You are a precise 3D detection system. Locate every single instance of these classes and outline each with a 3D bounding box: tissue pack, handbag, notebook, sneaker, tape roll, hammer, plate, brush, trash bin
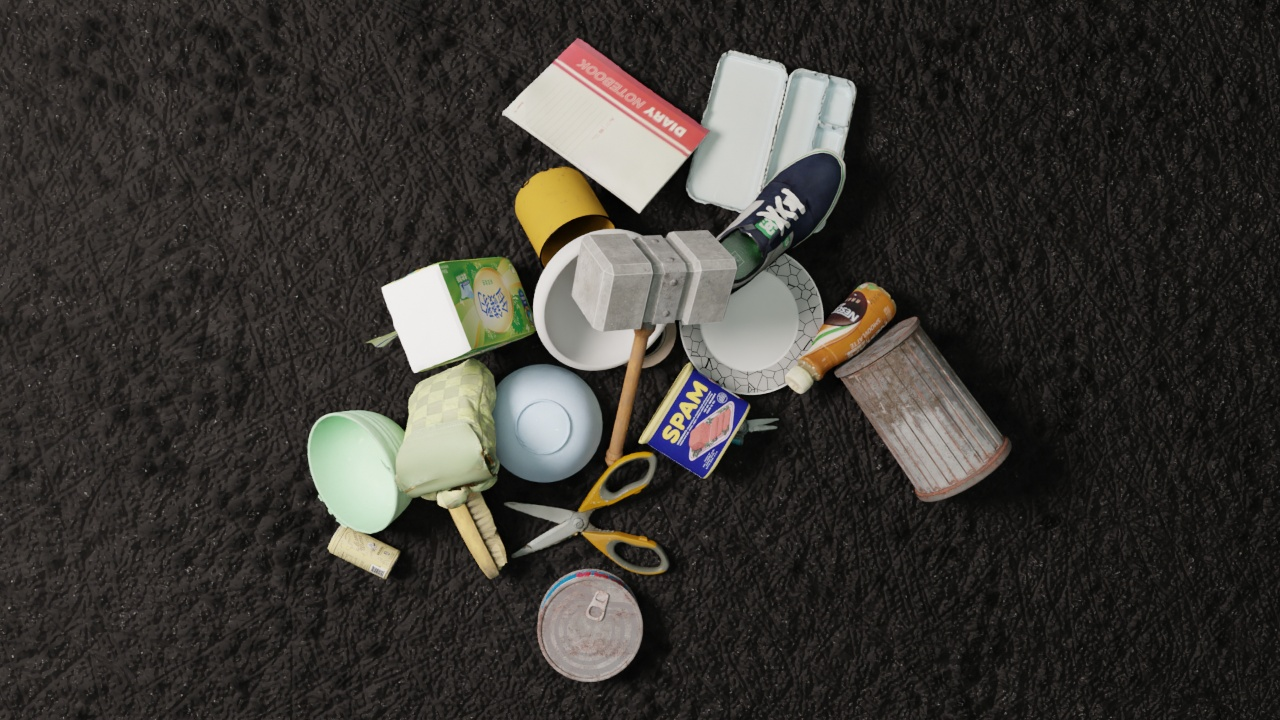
[{"bbox_3d":[-0.230,-0.047,1.067,0.142,0.197,0.120,-20,86,19],"label":"tissue pack"},{"bbox_3d":[-0.211,0.091,1.067,0.113,0.186,0.117,-13,129,6],"label":"handbag"},{"bbox_3d":[-0.040,-0.292,1.128,0.209,0.012,0.152,36,69,5],"label":"notebook"},{"bbox_3d":[0.161,-0.166,1.105,0.235,0.079,0.084,-44,89,1],"label":"sneaker"},{"bbox_3d":[-0.003,-0.037,1.159,0.093,0.030,0.093,0,90,-5],"label":"tape roll"},{"bbox_3d":[-0.006,0.006,1.079,0.162,0.083,0.318,-6,128,-26],"label":"hammer"},{"bbox_3d":[0.140,-0.051,1.172,0.188,0.016,0.188,0,93,-9],"label":"plate"},{"bbox_3d":[-0.215,0.175,1.127,0.043,0.059,0.195,-25,85,-15],"label":"brush"},{"bbox_3d":[0.353,0.067,1.141,0.131,0.131,0.211,-36,91,-4],"label":"trash bin"}]

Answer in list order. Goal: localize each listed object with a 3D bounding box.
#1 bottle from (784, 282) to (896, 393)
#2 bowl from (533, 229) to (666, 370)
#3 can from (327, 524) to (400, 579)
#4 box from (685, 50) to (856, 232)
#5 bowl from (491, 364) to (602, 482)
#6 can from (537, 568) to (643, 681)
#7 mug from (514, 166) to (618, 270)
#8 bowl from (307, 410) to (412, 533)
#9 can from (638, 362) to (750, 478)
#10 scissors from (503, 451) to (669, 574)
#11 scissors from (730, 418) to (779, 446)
[{"bbox_3d":[0.248,-0.025,1.156,0.167,0.059,0.059,-44,93,-11],"label":"bottle"},{"bbox_3d":[-0.049,-0.079,1.088,0.176,0.066,0.177,-13,124,-21],"label":"bowl"},{"bbox_3d":[-0.340,0.234,1.128,0.079,0.038,0.038,28,88,-4],"label":"can"},{"bbox_3d":[0.167,-0.279,1.167,0.189,0.037,0.208,12,83,3],"label":"box"},{"bbox_3d":[-0.119,0.080,1.128,0.150,0.075,0.150,0,91,-5],"label":"bowl"},{"bbox_3d":[-0.063,0.330,1.148,0.130,0.044,0.130,0,90,-5],"label":"can"},{"bbox_3d":[-0.096,-0.161,1.112,0.100,0.124,0.094,-7,53,-34],"label":"mug"},{"bbox_3d":[-0.319,0.124,1.096,0.151,0.076,0.151,11,111,31],"label":"bowl"},{"bbox_3d":[0.068,0.076,1.133,0.092,0.056,0.116,32,84,-2],"label":"can"},{"bbox_3d":[-0.054,0.210,1.155,0.225,0.016,0.216,-33,101,6],"label":"scissors"},{"bbox_3d":[0.099,0.084,1.174,0.144,0.019,0.126,36,87,-6],"label":"scissors"}]
